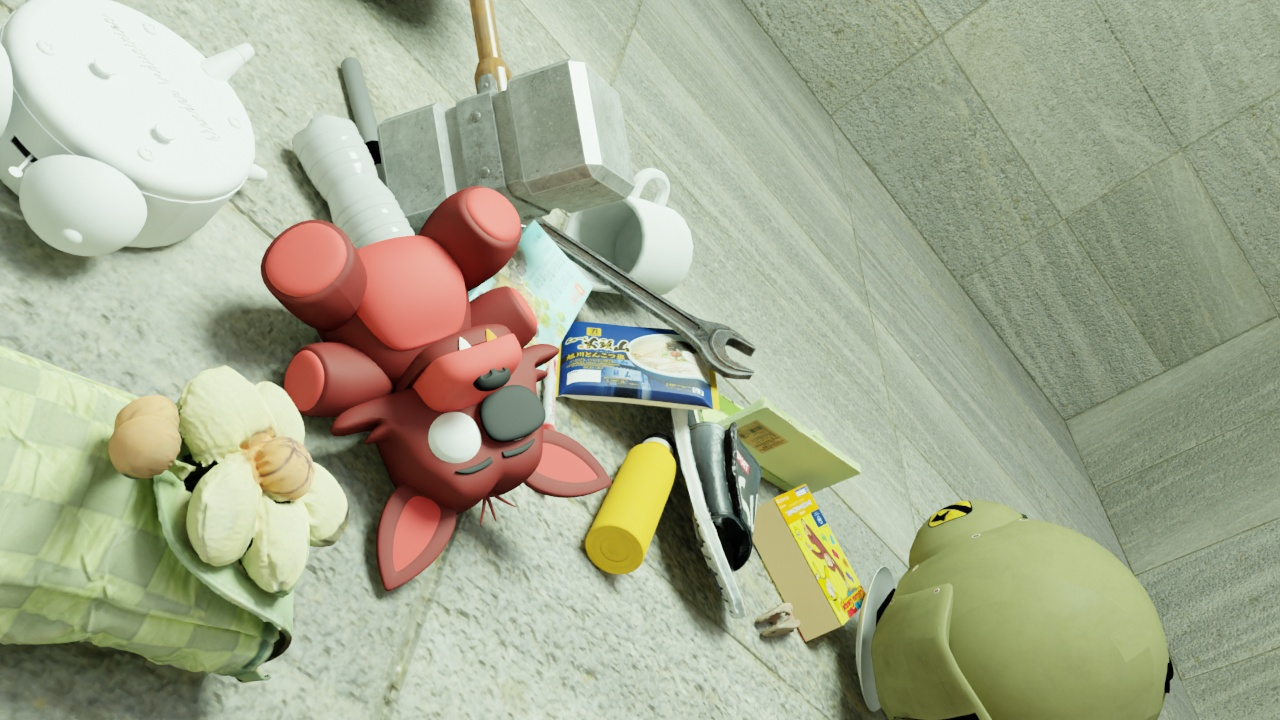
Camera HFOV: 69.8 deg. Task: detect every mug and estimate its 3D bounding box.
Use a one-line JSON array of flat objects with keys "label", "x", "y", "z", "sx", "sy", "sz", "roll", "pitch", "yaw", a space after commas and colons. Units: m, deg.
[{"label": "mug", "x": -0.005, "y": -0.121, "z": 0.863, "sx": 0.091, "sy": 0.121, "sz": 0.090, "roll": 29, "pitch": 14, "yaw": 27}]

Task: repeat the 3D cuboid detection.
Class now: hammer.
[{"label": "hammer", "x": -0.116, "y": -0.259, "z": 0.666, "sx": 0.082, "sy": 0.163, "sz": 0.317, "roll": 7, "pitch": 72, "yaw": -70}]

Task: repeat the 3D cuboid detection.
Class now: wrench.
[{"label": "wrench", "x": -0.016, "y": -0.067, "z": 0.781, "sx": 0.273, "sy": 0.010, "sz": 0.069, "roll": 34, "pitch": 33, "yaw": 9}]

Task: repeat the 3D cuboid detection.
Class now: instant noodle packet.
[{"label": "instant noodle packet", "x": -0.004, "y": 0.005, "z": 0.753, "sx": 0.134, "sy": 0.026, "sz": 0.086, "roll": 5, "pitch": 42, "yaw": -6}]

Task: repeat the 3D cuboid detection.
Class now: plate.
[{"label": "plate", "x": 0.225, "y": 0.264, "z": 0.879, "sx": 0.134, "sy": 0.011, "sz": 0.134, "roll": -2, "pitch": 92, "yaw": -61}]

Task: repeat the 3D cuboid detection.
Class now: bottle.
[{"label": "bottle", "x": -0.184, "y": -0.099, "z": 0.614, "sx": 0.136, "sy": 0.044, "sz": 0.044, "roll": 60, "pitch": 26, "yaw": 7}, {"label": "bottle", "x": -0.001, "y": 0.102, "z": 0.699, "sx": 0.043, "sy": 0.043, "sz": 0.143, "roll": 51, "pitch": 27, "yaw": -11}]

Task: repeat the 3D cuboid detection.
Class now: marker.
[{"label": "marker", "x": -0.207, "y": -0.176, "z": 0.695, "sx": 0.016, "sy": 0.016, "sz": 0.140, "roll": 16, "pitch": 46, "yaw": -53}, {"label": "marker", "x": -0.069, "y": 0.041, "z": 0.689, "sx": 0.013, "sy": 0.013, "sz": 0.142, "roll": 38, "pitch": 31, "yaw": -32}]

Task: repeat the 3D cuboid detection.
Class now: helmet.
[{"label": "helmet", "x": 0.312, "y": 0.254, "z": 0.794, "sx": 0.250, "sy": 0.256, "sz": 0.232, "roll": 58, "pitch": 23, "yaw": 7}]

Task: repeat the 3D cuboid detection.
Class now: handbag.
[{"label": "handbag", "x": -0.196, "y": 0.049, "z": 0.342, "sx": 0.186, "sy": 0.117, "sz": 0.113, "roll": 29, "pitch": 37, "yaw": -46}]

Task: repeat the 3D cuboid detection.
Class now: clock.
[{"label": "clock", "x": -0.266, "y": -0.127, "z": 0.473, "sx": 0.125, "sy": 0.073, "sz": 0.160, "roll": 50, "pitch": 27, "yaw": -13}]

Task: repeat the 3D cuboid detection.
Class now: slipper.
[{"label": "slipper", "x": 0.065, "y": 0.083, "z": 0.775, "sx": 0.111, "sy": 0.063, "sz": 0.263, "roll": 71, "pitch": 4, "yaw": -50}]

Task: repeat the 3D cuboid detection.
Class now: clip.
[{"label": "clip", "x": 0.120, "y": 0.221, "z": 0.794, "sx": 0.061, "sy": 0.026, "sz": 0.049, "roll": 41, "pitch": 28, "yaw": -31}]

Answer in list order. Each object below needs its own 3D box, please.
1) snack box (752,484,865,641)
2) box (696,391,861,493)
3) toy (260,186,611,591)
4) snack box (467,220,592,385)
[{"label": "snack box", "x": 0.156, "y": 0.189, "z": 0.872, "sx": 0.088, "sy": 0.040, "sz": 0.125, "roll": -4, "pitch": 64, "yaw": -61}, {"label": "box", "x": 0.130, "y": 0.069, "z": 0.923, "sx": 0.188, "sy": 0.098, "sz": 0.082, "roll": 35, "pitch": 34, "yaw": -42}, {"label": "toy", "x": -0.115, "y": 0.009, "z": 0.531, "sx": 0.158, "sy": 0.121, "sz": 0.197, "roll": -21, "pitch": 83, "yaw": -37}, {"label": "snack box", "x": -0.095, "y": -0.036, "z": 0.687, "sx": 0.075, "sy": 0.053, "sz": 0.174, "roll": 50, "pitch": 28, "yaw": -15}]
